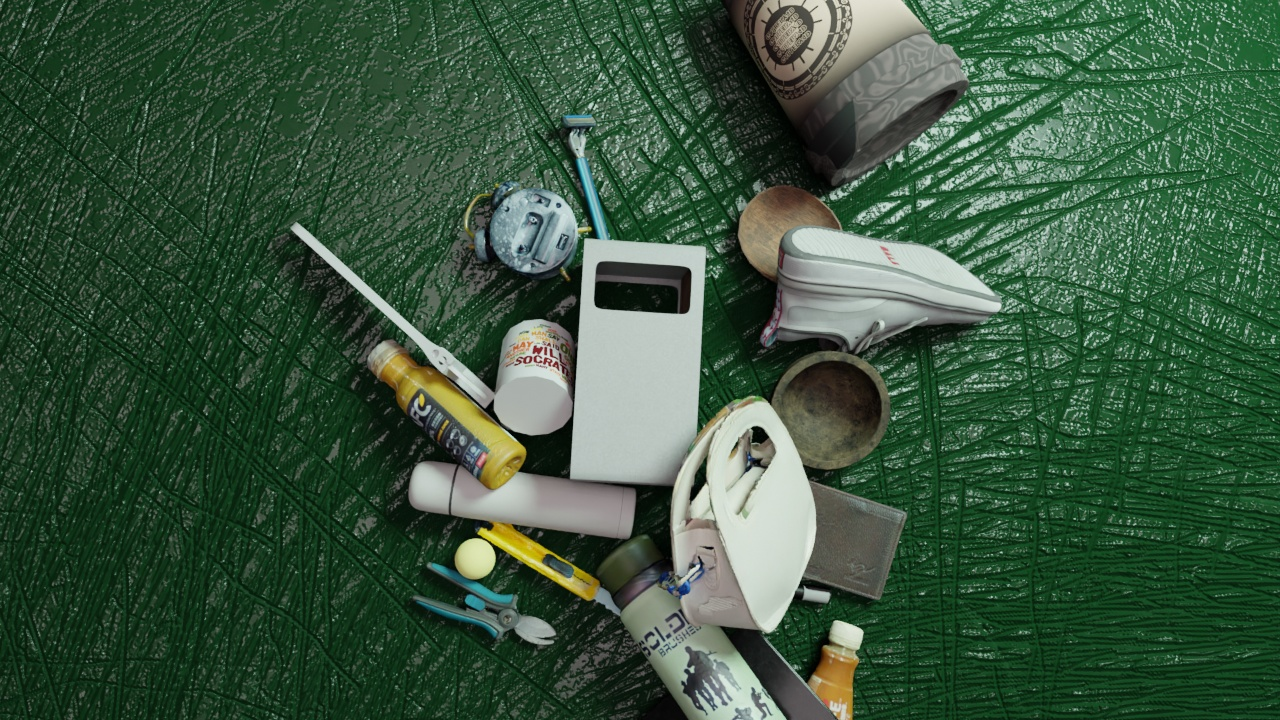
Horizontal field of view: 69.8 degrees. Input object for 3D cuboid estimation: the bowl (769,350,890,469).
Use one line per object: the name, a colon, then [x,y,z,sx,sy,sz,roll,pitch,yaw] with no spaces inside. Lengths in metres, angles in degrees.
bowl: [0.189,0.046,0.946,0.121,0.056,0.121,0,101,-2]

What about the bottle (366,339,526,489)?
bottle: [-0.195,0.049,0.906,0.186,0.053,0.053,39,84,17]

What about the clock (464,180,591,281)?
clock: [-0.120,-0.133,0.942,0.129,0.052,0.090,23,85,3]

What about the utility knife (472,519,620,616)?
utility knife: [-0.080,0.214,0.937,0.206,0.018,0.030,34,49,-4]

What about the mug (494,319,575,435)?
mug: [-0.111,0.025,0.910,0.073,0.089,0.105,26,124,-21]

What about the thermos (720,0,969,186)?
thermos: [0.196,-0.317,0.928,0.172,0.173,0.226,-32,82,-6]

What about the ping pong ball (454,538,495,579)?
ping pong ball: [-0.166,0.199,0.922,0.040,0.040,0.040,0,85,-4]

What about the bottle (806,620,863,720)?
bottle: [0.186,0.348,0.924,0.059,0.059,0.167,18,83,-2]

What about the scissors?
scissors: [-0.159,0.246,0.930,0.132,0.019,0.148,-20,86,-4]

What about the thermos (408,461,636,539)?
thermos: [-0.118,0.139,0.923,0.224,0.052,0.052,8,85,-3]

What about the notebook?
notebook: [0.080,0.397,0.897,0.231,0.019,0.169,-44,72,1]

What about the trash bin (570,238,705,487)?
trash bin: [-0.005,0.005,0.909,0.114,0.114,0.228,3,85,-4]

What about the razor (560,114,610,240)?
razor: [-0.054,-0.188,0.970,0.042,0.022,0.144,-13,91,-41]

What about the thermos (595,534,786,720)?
thermos: [0.047,0.275,0.887,0.082,0.082,0.231,-36,70,-6]

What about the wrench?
wrench: [-0.251,-0.048,0.929,0.273,0.087,0.018,41,84,10]

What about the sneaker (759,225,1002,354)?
sneaker: [0.248,-0.053,0.947,0.262,0.096,0.129,6,126,-19]

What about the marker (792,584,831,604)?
marker: [0.127,0.234,0.950,0.140,0.016,0.016,9,85,-3]

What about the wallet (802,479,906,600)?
wallet: [0.207,0.186,0.954,0.120,0.031,0.099,19,88,-3]

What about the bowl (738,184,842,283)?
bowl: [0.157,-0.129,0.975,0.114,0.026,0.102,37,84,-1]

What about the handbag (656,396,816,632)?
handbag: [0.084,0.137,0.857,0.093,0.200,0.200,-2,116,30]
